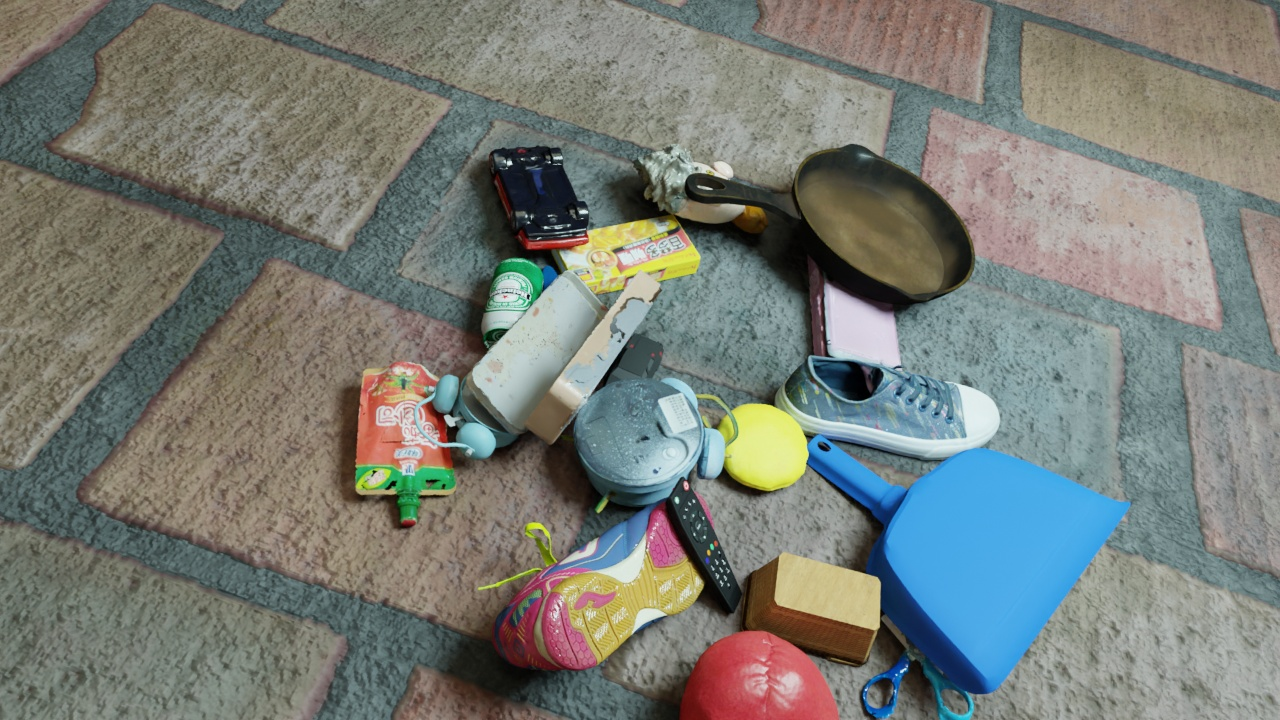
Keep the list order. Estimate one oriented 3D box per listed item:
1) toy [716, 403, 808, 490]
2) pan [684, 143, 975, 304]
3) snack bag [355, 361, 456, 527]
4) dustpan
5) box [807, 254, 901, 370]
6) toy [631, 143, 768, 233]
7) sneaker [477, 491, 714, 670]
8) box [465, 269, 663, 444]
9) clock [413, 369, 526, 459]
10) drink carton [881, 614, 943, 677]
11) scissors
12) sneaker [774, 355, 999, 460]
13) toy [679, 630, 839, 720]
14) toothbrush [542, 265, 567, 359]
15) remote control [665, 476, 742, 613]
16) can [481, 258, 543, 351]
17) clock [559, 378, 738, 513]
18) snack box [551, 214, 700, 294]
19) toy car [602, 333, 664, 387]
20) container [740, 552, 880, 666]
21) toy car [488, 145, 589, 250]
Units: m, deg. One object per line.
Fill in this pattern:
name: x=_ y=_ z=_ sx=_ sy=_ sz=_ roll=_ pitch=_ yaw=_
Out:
toy: x=0.117 y=0.082 z=0.886 sx=0.094 sy=0.041 sz=0.095 roll=40 pitch=56 yaw=16
pan: x=0.210 y=-0.157 z=1.031 sx=0.355 sy=0.043 sz=0.248 roll=6 pitch=51 yaw=-19
snack bag: x=-0.212 y=0.077 z=0.826 sx=0.087 sy=0.044 sz=0.155 roll=5 pitch=57 yaw=-24
dustpan: x=0.263 y=0.139 z=0.839 sx=0.258 sy=0.060 sz=0.244 roll=37 pitch=57 yaw=26
box: x=0.240 y=-0.078 z=1.034 sx=0.098 sy=0.046 sz=0.232 roll=10 pitch=51 yaw=-4
toy: x=0.074 y=-0.197 z=1.061 sx=0.176 sy=0.076 sz=0.132 roll=22 pitch=21 yaw=-16
sneaker: x=-0.027 y=0.171 z=0.757 sx=0.241 sy=0.091 sz=0.116 roll=-23 pitch=92 yaw=-51
box: x=-0.056 y=-0.018 z=0.864 sx=0.095 sy=0.108 sz=0.215 roll=57 pitch=36 yaw=-19
clock: x=-0.150 y=0.047 z=0.835 sx=0.123 sy=0.042 sz=0.087 roll=-13 pitch=61 yaw=-46
drink carton: x=0.279 y=0.224 z=0.818 sx=0.122 sy=0.039 sz=0.069 roll=-29 pitch=62 yaw=-23
scissors: x=0.224 y=0.249 z=0.782 sx=0.103 sy=0.015 sz=0.133 roll=-10 pitch=54 yaw=1
sneaker: x=0.257 y=0.041 z=0.923 sx=0.235 sy=0.079 sz=0.087 roll=6 pitch=51 yaw=-7
toy: x=0.085 y=0.302 z=0.676 sx=0.147 sy=0.099 sz=0.215 roll=18 pitch=56 yaw=-8
toothbrush: x=-0.089 y=-0.052 z=0.961 sx=0.021 sy=0.016 sz=0.132 roll=-2 pitch=54 yaw=-16
remote control: x=0.055 y=0.159 z=0.781 sx=0.125 sy=0.010 sz=0.039 roll=63 pitch=33 yaw=-17
can: x=-0.129 y=-0.057 z=0.932 sx=0.053 sy=0.053 sz=0.101 roll=9 pitch=51 yaw=-5
clock: x=0.014 y=0.072 z=0.845 sx=0.162 sy=0.060 sz=0.118 roll=-17 pitch=54 yaw=-13
snack box: x=-0.016 y=-0.117 z=1.021 sx=0.152 sy=0.025 sz=0.075 roll=-14 pitch=56 yaw=-22
toy car: x=-0.005 y=0.005 z=0.921 sx=0.042 sy=0.036 sz=0.091 roll=23 pitch=51 yaw=6
container: x=0.150 y=0.208 z=0.780 sx=0.114 sy=0.061 sz=0.063 roll=15 pitch=51 yaw=0
toy car: x=-0.115 y=-0.184 z=1.026 sx=0.081 sy=0.056 sz=0.189 roll=-9 pitch=44 yaw=-17
